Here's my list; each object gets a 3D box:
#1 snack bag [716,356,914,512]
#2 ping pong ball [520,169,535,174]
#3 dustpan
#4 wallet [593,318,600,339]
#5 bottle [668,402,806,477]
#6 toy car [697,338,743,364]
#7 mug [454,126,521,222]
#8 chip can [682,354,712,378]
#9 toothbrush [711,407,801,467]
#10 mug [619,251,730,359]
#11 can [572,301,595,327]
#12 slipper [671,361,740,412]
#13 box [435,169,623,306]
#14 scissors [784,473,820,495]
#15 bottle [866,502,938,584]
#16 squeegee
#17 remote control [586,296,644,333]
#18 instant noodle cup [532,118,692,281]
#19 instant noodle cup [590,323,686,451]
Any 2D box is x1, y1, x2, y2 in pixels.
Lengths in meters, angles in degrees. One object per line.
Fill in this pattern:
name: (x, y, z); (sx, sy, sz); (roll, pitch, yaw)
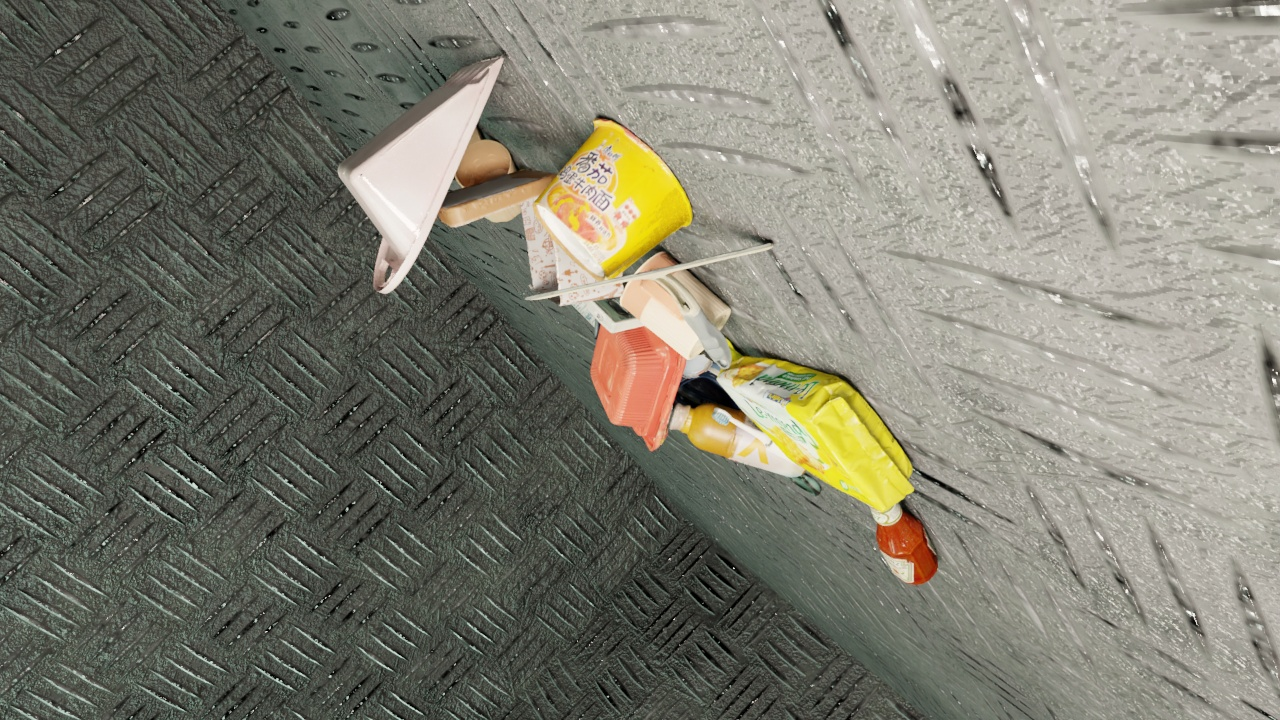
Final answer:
snack bag: (0.194, 0.070, 1.032); (0.158, 0.068, 0.247); (48, 171, -22)
ping pong ball: (-0.161, -0.247, 1.284); (0.040, 0.040, 0.040); (44, 171, 8)
dustpan: (-0.244, -0.216, 1.074); (0.139, 0.273, 0.222); (53, 173, -25)
wallet: (-0.058, -0.090, 1.384); (0.019, 0.097, 0.121); (4, 168, -3)
bottle: (0.133, 0.101, 1.223); (0.189, 0.068, 0.068); (17, 170, 1)
toy car: (0.109, -0.008, 1.182); (0.105, 0.032, 0.048); (33, 170, 2)
mug: (-0.224, -0.277, 1.348); (0.103, 0.084, 0.124); (67, -179, -71)
chip can: (0.025, -0.032, 1.319); (0.071, 0.071, 0.215); (50, 170, -27)
toothbrush: (0.192, 0.115, 1.174); (0.221, 0.026, 0.027); (27, 139, 1)
mug: (0.038, -0.065, 1.059); (0.106, 0.082, 0.114); (41, -176, 13)
can: (-0.079, -0.098, 1.526); (0.146, 0.058, 0.058); (46, 171, -4)
slipper: (0.092, 0.051, 1.337); (0.105, 0.095, 0.253); (49, 167, -12)
box: (-0.141, -0.142, 1.075); (0.183, 0.193, 0.157); (-147, 47, -69)
scissors: (0.223, 0.159, 1.462); (0.178, 0.019, 0.170); (37, 167, 33)
bottle: (0.318, 0.211, 1.136); (0.060, 0.059, 0.206); (36, 167, 46)
squeegee: (0.050, -0.052, 0.954); (0.246, 0.247, 0.039); (42, -138, -57)
remote control: (0.000, -0.068, 1.139); (0.056, 0.134, 0.019); (46, 132, 31)
instant noodle cup: (-0.034, -0.153, 0.921); (0.138, 0.109, 0.138); (45, 172, 8)
instant noodle cup: (-0.007, 0.007, 1.217); (0.164, 0.079, 0.189); (-118, 35, -46)
